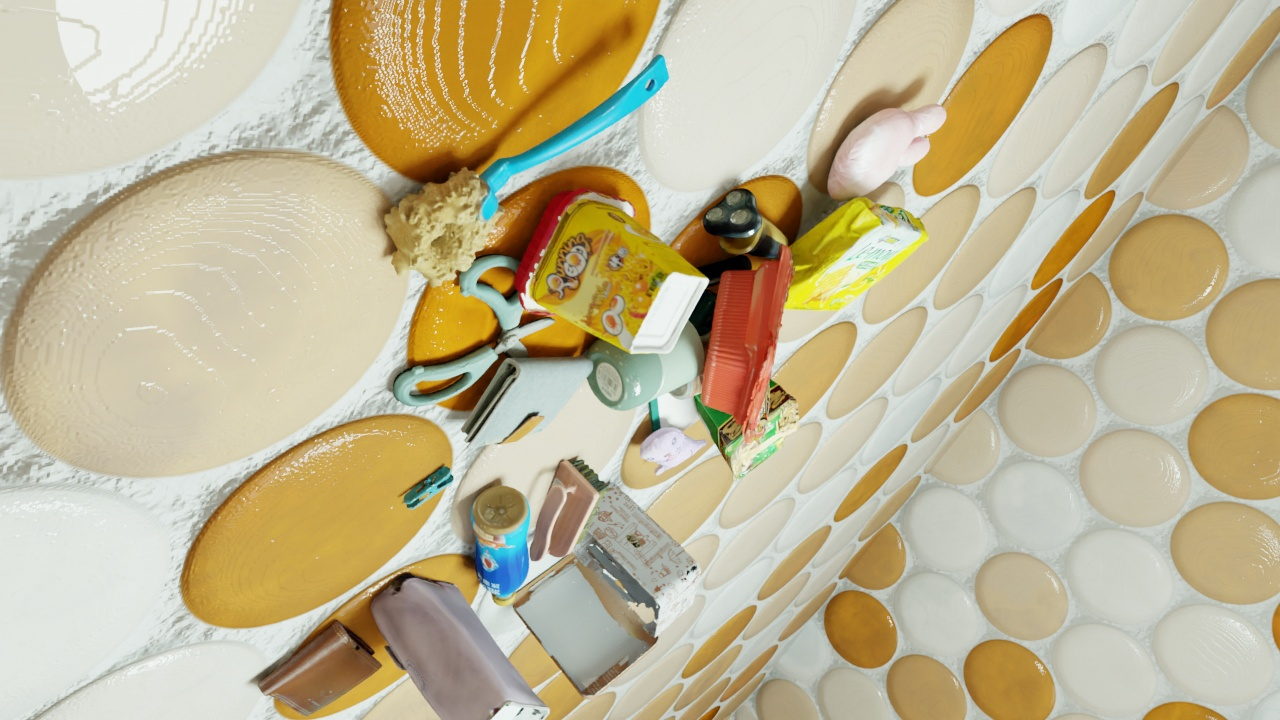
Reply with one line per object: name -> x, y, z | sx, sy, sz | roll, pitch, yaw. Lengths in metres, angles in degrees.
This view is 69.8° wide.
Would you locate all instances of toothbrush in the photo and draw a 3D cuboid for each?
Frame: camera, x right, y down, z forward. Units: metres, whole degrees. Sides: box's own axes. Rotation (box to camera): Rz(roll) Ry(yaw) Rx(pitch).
toothbrush -> 0.043, -0.082, 0.976 | 0.212, 0.026, 0.027 | -19, 156, -41

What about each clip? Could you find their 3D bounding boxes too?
clip -> -0.211, 0.127, 0.916 | 0.056, 0.014, 0.045 | -38, 154, -19

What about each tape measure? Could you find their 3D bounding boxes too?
tape measure -> 0.077, -0.053, 1.066 | 0.058, 0.025, 0.054 | -54, 152, 17

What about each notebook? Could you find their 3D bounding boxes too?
notebook -> 0.071, 0.024, 1.182 | 0.150, 0.012, 0.209 | -36, 151, -17

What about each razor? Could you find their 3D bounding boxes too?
razor -> 0.123, -0.141, 0.990 | 0.167, 0.062, 0.067 | 6, 93, -64

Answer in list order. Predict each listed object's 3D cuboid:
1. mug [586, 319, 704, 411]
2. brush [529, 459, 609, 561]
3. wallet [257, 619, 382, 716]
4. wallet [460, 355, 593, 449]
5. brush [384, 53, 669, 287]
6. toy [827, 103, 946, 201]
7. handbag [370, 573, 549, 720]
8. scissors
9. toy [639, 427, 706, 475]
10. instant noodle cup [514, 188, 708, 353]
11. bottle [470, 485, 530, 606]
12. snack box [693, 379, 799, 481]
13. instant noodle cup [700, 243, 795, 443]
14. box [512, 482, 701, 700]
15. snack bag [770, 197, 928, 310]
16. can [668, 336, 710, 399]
mug -> -0.006, 0.006, 0.981 | 0.106, 0.082, 0.112 | -25, 178, -37
brush -> -0.096, 0.190, 1.120 | 0.072, 0.063, 0.146 | -24, 148, -44
wallet -> -0.348, 0.341, 1.002 | 0.101, 0.032, 0.125 | -35, 151, -16
wallet -> -0.109, 0.042, 0.902 | 0.107, 0.037, 0.129 | -54, 159, 19
brush -> -0.080, -0.144, 0.675 | 0.254, 0.046, 0.083 | -36, 149, -6
toy -> 0.282, -0.242, 1.061 | 0.159, 0.054, 0.122 | -25, 154, -26
handbag -> -0.206, 0.338, 1.016 | 0.098, 0.197, 0.145 | -40, 153, -13
scissors -> -0.149, -0.014, 0.802 | 0.181, 0.019, 0.170 | -42, 155, -10
toy -> 0.035, 0.117, 1.208 | 0.084, 0.039, 0.108 | -36, 154, 10
instant noodle cup -> -0.021, -0.069, 0.772 | 0.115, 0.124, 0.116 | 0, 121, -60
bottle -> -0.161, 0.228, 1.072 | 0.065, 0.065, 0.219 | -31, 150, -28
snack box -> 0.129, 0.070, 1.197 | 0.117, 0.105, 0.118 | -35, 150, -11
instant noodle cup -> 0.114, -0.019, 0.991 | 0.189, 0.079, 0.164 | 94, 8, -56
box -> -0.050, 0.298, 1.209 | 0.197, 0.181, 0.158 | -34, 153, -23
snack bag -> 0.248, -0.131, 1.120 | 0.158, 0.068, 0.246 | -42, 163, 26
can -> 0.081, 0.003, 1.091 | 0.116, 0.058, 0.059 | -21, 145, -36
